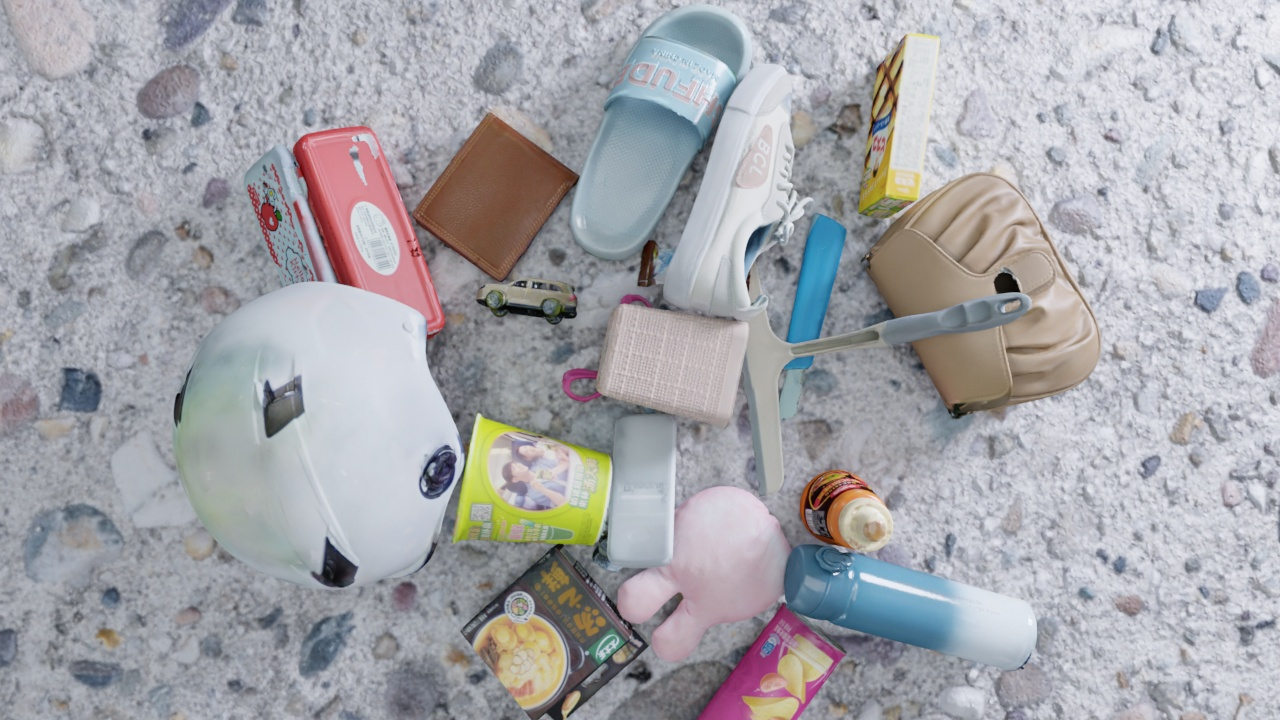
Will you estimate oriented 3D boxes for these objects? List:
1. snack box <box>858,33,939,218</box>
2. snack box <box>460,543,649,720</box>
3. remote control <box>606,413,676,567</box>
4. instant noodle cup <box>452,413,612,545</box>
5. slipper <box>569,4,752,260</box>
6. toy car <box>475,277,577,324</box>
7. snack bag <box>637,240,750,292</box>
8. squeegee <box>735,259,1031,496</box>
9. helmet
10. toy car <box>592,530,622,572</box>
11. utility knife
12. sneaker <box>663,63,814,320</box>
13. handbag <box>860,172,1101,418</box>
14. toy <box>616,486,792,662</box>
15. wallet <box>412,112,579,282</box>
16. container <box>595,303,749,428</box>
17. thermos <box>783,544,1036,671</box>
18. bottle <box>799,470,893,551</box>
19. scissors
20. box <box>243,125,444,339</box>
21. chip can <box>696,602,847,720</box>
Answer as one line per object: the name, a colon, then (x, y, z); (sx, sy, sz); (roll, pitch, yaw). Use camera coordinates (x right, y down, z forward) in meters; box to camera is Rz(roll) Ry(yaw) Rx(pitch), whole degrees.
snack box: (0.224, -0.201, 0.800); (0.034, 0.087, 0.140); (6, 90, -1)
snack box: (-0.074, 0.246, 0.814); (0.113, 0.053, 0.125); (-41, 85, -1)
remote control: (0.002, 0.110, 0.788); (0.056, 0.020, 0.135); (-3, 63, 11)
instant noodle cup: (-0.090, 0.111, 0.788); (0.123, 0.112, 0.111); (11, 89, -8)
slipper: (0.011, -0.204, 0.805); (0.104, 0.074, 0.245); (27, 90, 1)
toy car: (-0.101, -0.055, 0.818); (0.090, 0.042, 0.035); (5, 79, -1)
snack bag: (0.050, -0.085, 0.822); (0.104, 0.026, 0.048); (6, 82, 11)
squeegee: (0.202, -0.023, 0.776); (0.247, 0.039, 0.246); (-12, 80, 30)
helmet: (-0.268, 0.072, 0.715); (0.229, 0.145, 0.259); (4, 102, 29)
toy car: (-0.005, 0.150, 0.815); (0.090, 0.043, 0.034); (-45, 88, -2)
utility knife: (0.151, -0.037, 0.832); (0.034, 0.018, 0.192); (13, 91, 15)
sneaker: (0.101, -0.144, 0.774); (0.091, 0.089, 0.241); (18, 73, 11)
handbag: (0.297, -0.055, 0.792); (0.148, 0.100, 0.204); (-30, 86, 0)
toy: (0.057, 0.188, 0.809); (0.159, 0.054, 0.121); (-40, 93, 0)
wallet: (-0.129, -0.145, 0.826); (0.101, 0.032, 0.124); (36, 90, -3)
container: (0.023, 0.001, 0.786); (0.111, 0.090, 0.090); (12, 89, -5)
thermos: (0.228, 0.210, 0.785); (0.220, 0.070, 0.070); (18, 89, -12)
bottle: (0.176, 0.129, 0.764); (0.067, 0.149, 0.066); (0, 89, -1)
scissors: (-0.005, 0.004, 0.832); (0.133, 0.017, 0.136); (-2, 88, -5)
box: (-0.268, -0.095, 0.819); (0.116, 0.099, 0.201); (-20, 89, -34)
chip can: (0.090, 0.315, 0.800); (0.071, 0.071, 0.210); (37, 89, 0)
